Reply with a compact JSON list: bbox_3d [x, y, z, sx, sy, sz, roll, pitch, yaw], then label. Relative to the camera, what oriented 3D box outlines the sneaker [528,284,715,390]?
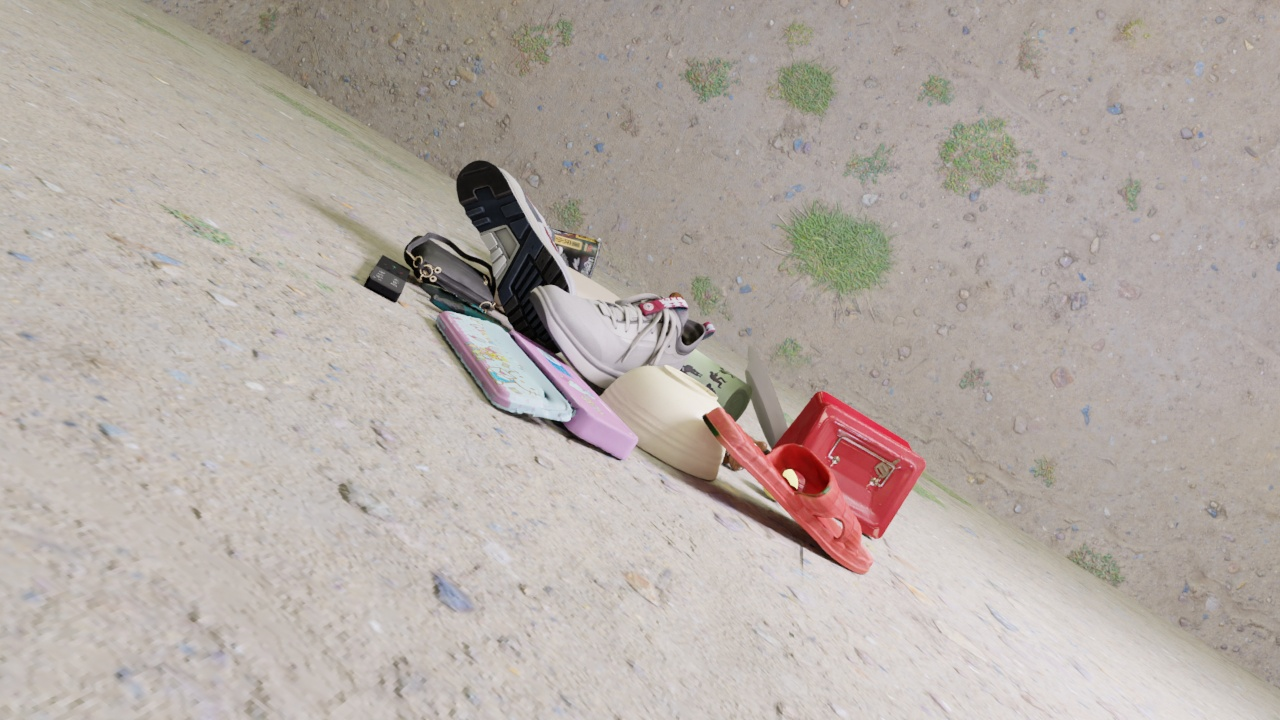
[{"bbox_3d":[-0.015,-0.035,1.017,0.263,0.129,0.096,31,18,-52],"label":"sneaker"}]

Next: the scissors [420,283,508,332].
[{"bbox_3d":[-0.178,-0.048,1.003,0.148,0.019,0.123,34,6,8],"label":"scissors"}]

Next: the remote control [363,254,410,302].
[{"bbox_3d":[-0.259,-0.087,0.945,0.034,0.013,0.150,29,7,-16],"label":"remote control"}]

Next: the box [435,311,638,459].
[{"bbox_3d":[-0.101,0.016,0.850,0.150,0.035,0.214,22,11,-33],"label":"box"}]

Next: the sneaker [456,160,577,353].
[{"bbox_3d":[-0.131,-0.127,1.106,0.240,0.089,0.124,66,13,-4],"label":"sneaker"}]

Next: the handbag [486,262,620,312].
[{"bbox_3d":[-0.106,-0.088,1.262,0.210,0.103,0.208,28,11,-12],"label":"handbag"}]

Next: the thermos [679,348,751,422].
[{"bbox_3d":[0.055,0.006,1.358,0.231,0.082,0.082,35,8,31],"label":"thermos"}]

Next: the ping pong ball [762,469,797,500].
[{"bbox_3d":[0.157,0.138,1.033,0.040,0.040,0.040,31,7,-4],"label":"ping pong ball"}]

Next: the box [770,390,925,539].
[{"bbox_3d":[0.265,0.131,1.191,0.157,0.134,0.110,32,10,-5],"label":"box"}]

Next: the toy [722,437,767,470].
[{"bbox_3d":[0.096,0.093,1.078,0.102,0.042,0.054,24,44,15],"label":"toy"}]

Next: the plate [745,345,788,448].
[{"bbox_3d":[0.180,0.071,1.315,0.188,0.016,0.188,156,-85,-89],"label":"plate"}]

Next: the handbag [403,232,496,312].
[{"bbox_3d":[-0.215,-0.098,1.052,0.128,0.054,0.079,32,11,-33],"label":"handbag"}]

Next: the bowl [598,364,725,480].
[{"bbox_3d":[0.034,0.053,0.963,0.151,0.075,0.150,31,7,-5],"label":"bowl"}]

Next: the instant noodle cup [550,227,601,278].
[{"bbox_3d":[-0.144,-0.167,1.588,0.112,0.137,0.137,20,9,-11],"label":"instant noodle cup"}]

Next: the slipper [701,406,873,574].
[{"bbox_3d":[0.160,0.120,0.918,0.249,0.059,0.103,44,7,-22],"label":"slipper"}]

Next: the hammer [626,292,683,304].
[{"bbox_3d":[0.028,-0.052,1.285,0.115,0.033,0.322,64,16,-10],"label":"hammer"}]
